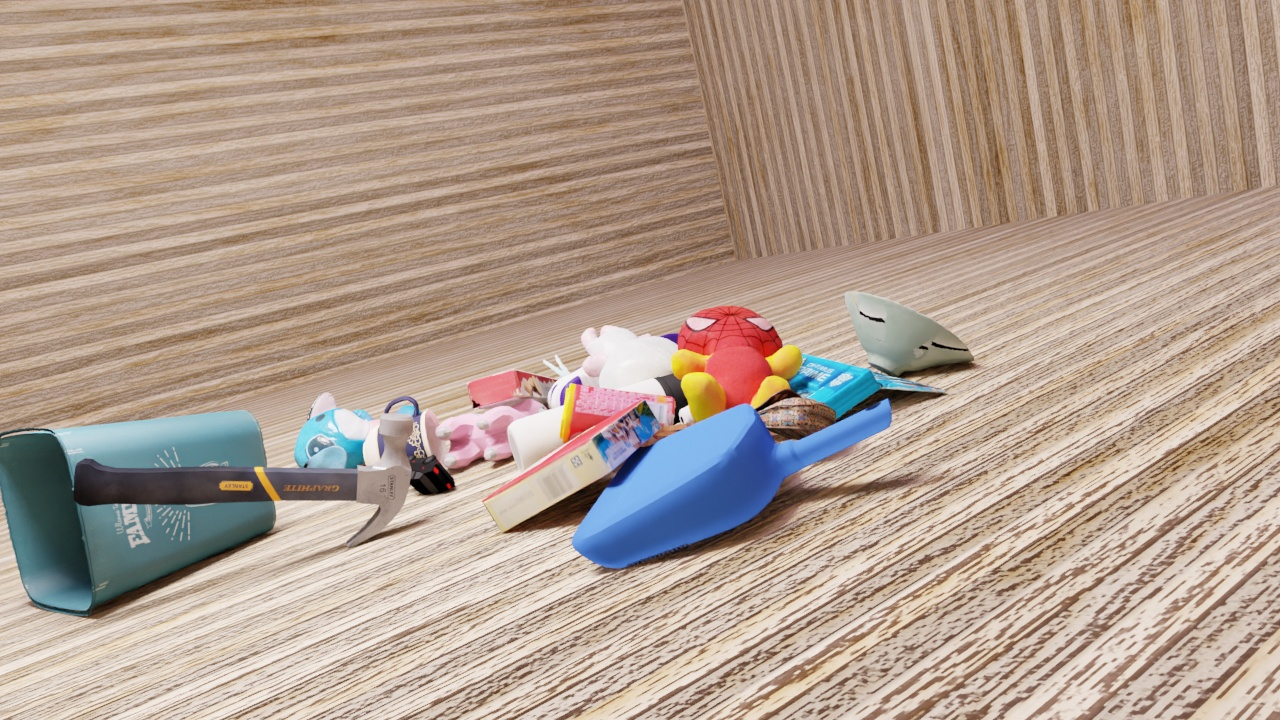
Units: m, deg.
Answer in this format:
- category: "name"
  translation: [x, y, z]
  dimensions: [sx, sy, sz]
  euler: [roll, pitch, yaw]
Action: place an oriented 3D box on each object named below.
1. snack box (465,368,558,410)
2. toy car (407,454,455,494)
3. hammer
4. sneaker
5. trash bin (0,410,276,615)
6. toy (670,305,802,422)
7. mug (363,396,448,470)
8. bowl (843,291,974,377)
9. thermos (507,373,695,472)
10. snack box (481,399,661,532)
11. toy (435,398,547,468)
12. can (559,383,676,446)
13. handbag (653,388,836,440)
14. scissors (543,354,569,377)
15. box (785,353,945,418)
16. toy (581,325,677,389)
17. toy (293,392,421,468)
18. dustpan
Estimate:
- category: "snack box"
  translation: [-0.176, 0.046, 1.352]
  dimensions: [0.077, 0.044, 0.273]
  euler: [-15, -6, 8]
- category: "toy car"
  translation: [-0.263, 0.141, 1.111]
  dimensions: [0.092, 0.042, 0.036]
  euler: [-5, 37, 44]
- category: "hammer"
  translation: [-0.393, 0.119, 0.927]
  dimensions: [0.312, 0.139, 0.035]
  euler: [3, 3, -19]
- category: "sneaker"
  translation: [-0.030, 0.031, 1.338]
  dimensions: [0.243, 0.092, 0.111]
  euler: [-21, 6, -31]
- category: "trash bin"
  translation: [-0.557, 0.151, 1.032]
  dimensions: [0.200, 0.196, 0.218]
  euler: [-5, 6, 37]
- category: "toy"
  translation: [0.106, 0.007, 1.062]
  dimensions: [0.147, 0.099, 0.215]
  euler: [11, 28, -3]
- category: "mug"
  translation: [-0.309, 0.104, 1.183]
  dimensions: [0.089, 0.112, 0.085]
  euler: [-15, 14, 2]
- category: "bowl"
  translation: [0.318, -0.017, 1.144]
  dimensions: [0.174, 0.068, 0.174]
  euler: [30, -3, 1]
- category: "thermos"
  translation: [-0.034, 0.080, 1.086]
  dimensions: [0.229, 0.069, 0.101]
  euler: [-18, 35, -17]
- category: "snack box"
  translation: [-0.065, 0.102, 0.918]
  dimensions: [0.143, 0.040, 0.144]
  euler: [-32, 0, 24]
- category: "toy"
  translation: [-0.192, 0.094, 1.224]
  dimensions: [0.123, 0.067, 0.157]
  euler: [-12, 4, 20]
- category: "can"
  translation: [-0.025, 0.066, 1.019]
  dimensions: [0.124, 0.067, 0.066]
  euler: [7, 8, -3]
- category: "handbag"
  translation: [0.100, 0.062, 0.942]
  dimensions: [0.196, 0.043, 0.093]
  euler: [-6, -15, 27]
- category: "scissors"
  translation: [-0.095, 0.031, 1.406]
  dimensions: [0.083, 0.016, 0.135]
  euler: [-17, 51, -28]
- category: "box"
  translation: [0.228, 0.019, 1.107]
  dimensions: [0.175, 0.060, 0.243]
  euler: [-14, 9, -11]
- category: "toy"
  translation: [-0.007, 0.007, 1.226]
  dimensions: [0.138, 0.102, 0.179]
  euler: [-26, 49, -34]
- category: "toy"
  translation: [-0.407, 0.108, 1.338]
  dimensions: [0.191, 0.099, 0.224]
  euler: [-10, 21, -18]
- category: "dustpan"
  translation: [0.091, 0.081, 0.799]
  dimensions: [0.258, 0.059, 0.245]
  euler: [-29, 5, 18]
